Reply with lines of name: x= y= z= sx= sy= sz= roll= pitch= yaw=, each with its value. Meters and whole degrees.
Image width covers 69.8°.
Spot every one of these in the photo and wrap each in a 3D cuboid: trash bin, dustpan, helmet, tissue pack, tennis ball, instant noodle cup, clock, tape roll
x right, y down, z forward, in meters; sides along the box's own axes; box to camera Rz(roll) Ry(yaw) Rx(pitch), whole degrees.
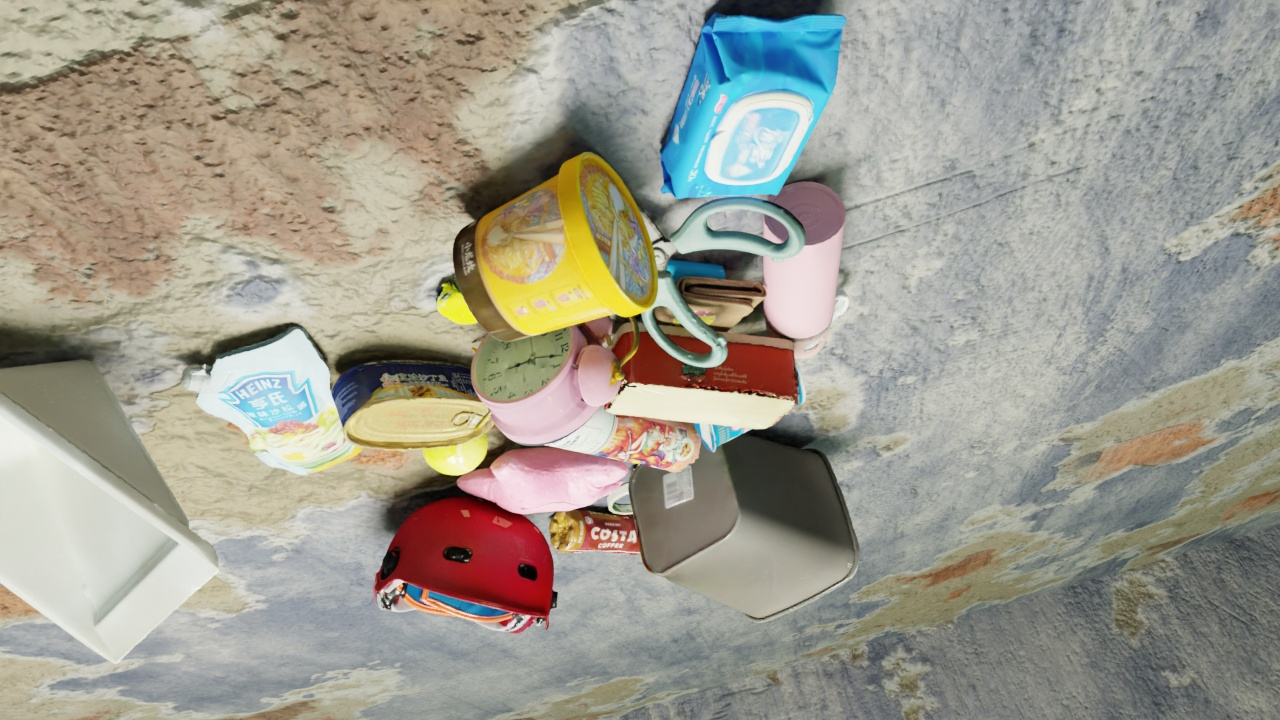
trash bin: x=0.119 y=0.195 z=1.147 sx=0.199 sy=0.198 sz=0.219 roll=-37 pitch=137 yaw=29
dustpan: x=-0.482 y=0.109 z=0.698 sx=0.223 sy=0.257 sz=0.142 roll=-37 pitch=168 yaw=33
helmet: x=-0.191 y=0.228 z=1.062 sx=0.207 sy=0.143 sz=0.241 roll=18 pitch=156 yaw=-18
tissue pack: x=0.073 y=-0.168 z=0.625 sx=0.095 sy=0.052 sz=0.157 roll=-5 pitch=149 yaw=-18
tennis ball: x=-0.185 y=0.082 z=0.916 sx=0.065 sy=0.065 sz=0.066 roll=-12 pitch=150 yaw=-7
instant noodle cup: x=0.107 y=0.029 z=0.949 sx=0.110 sy=0.099 sz=0.099 roll=-20 pitch=151 yaw=-8
instant noodle cup: x=-0.063 y=-0.074 z=0.666 sx=0.115 sy=0.118 sz=0.118 roll=-20 pitch=151 yaw=22
clock: x=-0.072 y=0.002 z=0.789 sx=0.159 sy=0.117 sz=0.060 roll=-21 pitch=139 yaw=12
tape roll: x=-0.002 y=0.183 z=1.228 sx=0.085 sy=0.014 sz=0.086 roll=-12 pitch=151 yaw=-7

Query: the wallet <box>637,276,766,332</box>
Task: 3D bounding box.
wallet: x=0.050 y=-0.040 z=0.829 sx=0.090 sy=0.033 sz=0.116 roll=3 pitch=157 yaw=-22

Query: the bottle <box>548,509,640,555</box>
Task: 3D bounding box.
bottle: x=-0.040 y=0.237 z=1.257 sx=0.174 sy=0.057 sz=0.058 roll=12 pitch=140 yaw=-40

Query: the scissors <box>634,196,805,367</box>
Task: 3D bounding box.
scissors: x=0.057 y=-0.072 z=0.730 sx=0.180 sy=0.019 sz=0.170 roll=-19 pitch=119 yaw=27

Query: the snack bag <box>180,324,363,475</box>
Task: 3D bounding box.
snack bag: x=-0.316 y=0.042 z=0.816 sx=0.110 sy=0.038 sz=0.191 roll=-12 pitch=148 yaw=0

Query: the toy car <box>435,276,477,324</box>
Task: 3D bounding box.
toy car: x=-0.116 y=-0.050 z=0.759 sx=0.105 sy=0.032 sz=0.048 roll=-8 pitch=150 yaw=-10

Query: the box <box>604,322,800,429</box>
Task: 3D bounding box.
box: x=0.054 y=0.024 z=0.840 sx=0.168 sy=0.077 sz=0.091 roll=6 pitch=155 yaw=-15

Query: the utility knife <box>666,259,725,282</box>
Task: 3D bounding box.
utility knife: x=-0.003 y=-0.076 z=0.782 sx=0.178 sy=0.018 sz=0.034 roll=3 pitch=147 yaw=-29

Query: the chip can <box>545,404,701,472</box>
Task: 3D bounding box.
chip can: x=-0.028 y=0.069 z=0.966 sx=0.071 sy=0.071 sz=0.214 roll=-35 pitch=146 yaw=31

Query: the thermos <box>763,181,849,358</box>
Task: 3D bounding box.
thermos: x=0.151 y=-0.074 z=0.813 sx=0.087 sy=0.067 sz=0.199 roll=-27 pitch=150 yaw=-6

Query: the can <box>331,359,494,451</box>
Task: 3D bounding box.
can: x=-0.203 y=0.041 z=0.832 sx=0.148 sy=0.049 sz=0.075 roll=3 pitch=137 yaw=-42

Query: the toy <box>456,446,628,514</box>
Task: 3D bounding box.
toy: x=-0.104 y=0.137 z=1.039 sx=0.194 sy=0.074 sz=0.179 roll=4 pitch=161 yaw=-28
